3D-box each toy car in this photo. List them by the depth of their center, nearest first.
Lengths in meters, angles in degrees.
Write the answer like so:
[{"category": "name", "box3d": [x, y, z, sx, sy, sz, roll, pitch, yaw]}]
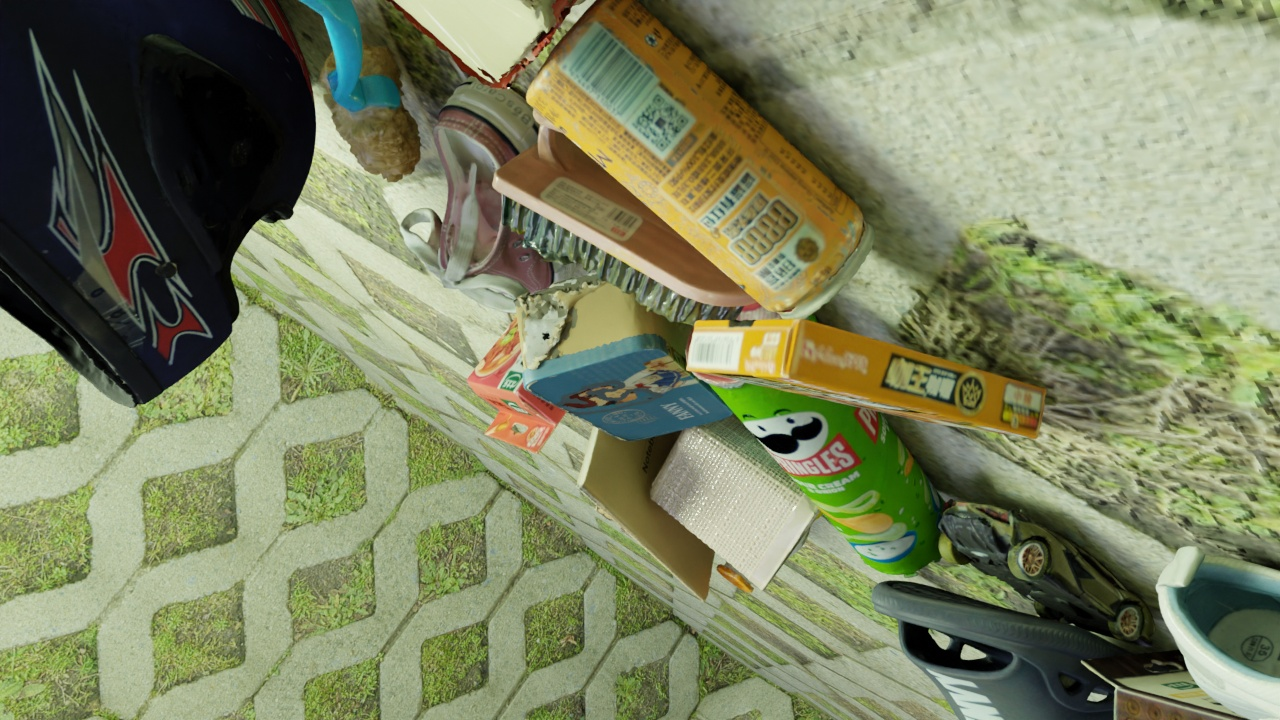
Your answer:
[{"category": "toy car", "box3d": [0.249, 0.131, 0.563, 0.158, 0.042, 0.070, 34, 166, -19]}]

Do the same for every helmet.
[{"category": "helmet", "box3d": [-0.322, -0.146, 0.561, 0.247, 0.239, 0.316, 27, 152, 24]}]

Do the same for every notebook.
[{"category": "notebook", "box3d": [0.022, 0.082, 0.725, 0.008, 0.147, 0.208, -5, 143, 30]}]

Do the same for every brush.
[{"category": "brush", "box3d": [-0.143, -0.146, 0.457, 0.255, 0.046, 0.083, -177, 74, -80]}, {"category": "brush", "box3d": [0.001, -0.072, 0.464, 0.146, 0.063, 0.073, 31, 134, 12]}]

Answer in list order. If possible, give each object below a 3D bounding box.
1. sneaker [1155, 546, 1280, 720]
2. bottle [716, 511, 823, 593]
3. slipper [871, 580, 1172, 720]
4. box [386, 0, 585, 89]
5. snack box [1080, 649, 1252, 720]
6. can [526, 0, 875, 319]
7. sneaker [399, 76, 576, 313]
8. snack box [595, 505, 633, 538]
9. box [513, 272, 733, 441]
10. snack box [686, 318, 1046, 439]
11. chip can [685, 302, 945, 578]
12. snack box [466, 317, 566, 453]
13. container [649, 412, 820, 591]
[{"category": "sneaker", "box3d": [0.317, 0.130, 0.352, 0.091, 0.089, 0.242, 47, 168, -22]}, {"category": "bottle", "box3d": [0.107, 0.140, 0.769, 0.063, 0.108, 0.063, 34, 164, 11]}, {"category": "slipper", "box3d": [0.260, 0.211, 0.594, 0.268, 0.083, 0.111, 24, 167, -26]}, {"category": "box", "box3d": [-0.088, -0.172, 0.306, 0.168, 0.080, 0.091, 40, 165, -17]}, {"category": "snack box", "box3d": [0.328, 0.197, 0.494, 0.113, 0.053, 0.126, 5, 174, -26]}, {"category": "can", "box3d": [0.026, -0.082, 0.376, 0.146, 0.058, 0.058, 39, 164, -13]}, {"category": "sneaker", "box3d": [-0.100, -0.080, 0.590, 0.118, 0.087, 0.241, 33, 164, 8]}, {"category": "snack box", "box3d": [0.033, 0.110, 0.864, 0.118, 0.117, 0.106, 36, 153, -10]}, {"category": "box", "box3d": [-0.003, 0.003, 0.578, 0.090, 0.059, 0.184, -16, 157, 19]}, {"category": "snack box", "box3d": [0.104, 0.008, 0.418, 0.153, 0.026, 0.075, 13, 177, -29]}, {"category": "chip can", "box3d": [0.116, 0.049, 0.550, 0.072, 0.072, 0.236, 18, 158, 48]}, {"category": "snack box", "box3d": [-0.082, 0.003, 0.727, 0.044, 0.127, 0.113, 43, 163, -25]}, {"category": "container", "box3d": [0.079, 0.091, 0.681, 0.111, 0.090, 0.090, 35, -151, 15]}]
